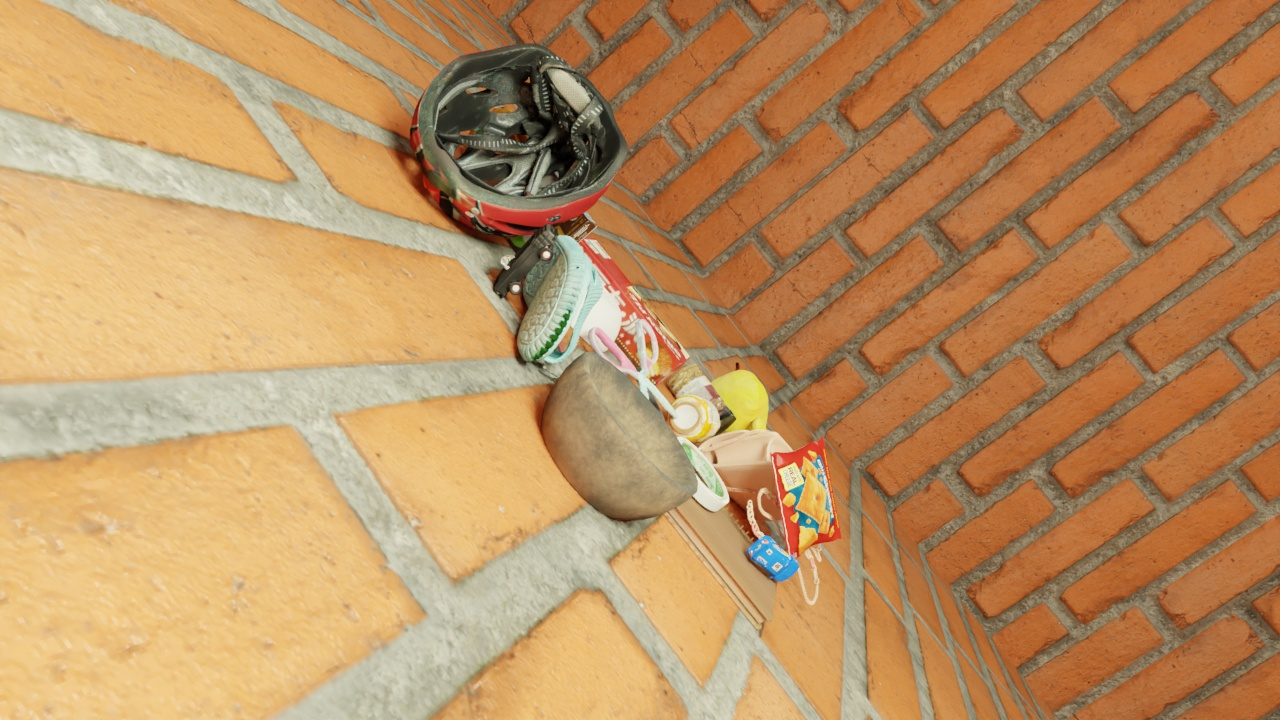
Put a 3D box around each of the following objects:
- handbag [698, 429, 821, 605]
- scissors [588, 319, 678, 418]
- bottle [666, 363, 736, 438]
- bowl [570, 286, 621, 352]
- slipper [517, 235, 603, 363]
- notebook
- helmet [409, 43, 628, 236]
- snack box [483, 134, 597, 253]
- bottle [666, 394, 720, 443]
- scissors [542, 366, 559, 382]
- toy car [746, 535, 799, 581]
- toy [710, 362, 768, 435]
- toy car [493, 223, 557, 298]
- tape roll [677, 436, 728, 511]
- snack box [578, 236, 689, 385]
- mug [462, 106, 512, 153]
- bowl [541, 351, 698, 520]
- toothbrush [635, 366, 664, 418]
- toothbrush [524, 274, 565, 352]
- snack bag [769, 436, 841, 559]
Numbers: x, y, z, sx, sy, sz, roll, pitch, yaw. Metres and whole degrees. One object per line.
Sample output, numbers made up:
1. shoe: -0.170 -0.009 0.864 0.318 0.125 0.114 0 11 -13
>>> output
1. handbag: 0.138 0.192 1.156 0.199 0.117 0.186 47 43 -40
2. scissors: -0.001 0.004 1.172 0.170 0.013 0.174 46 33 -20
3. bottle: 0.091 0.061 1.374 0.105 0.056 0.056 54 12 16
4. bowl: -0.065 -0.071 1.200 0.114 0.051 0.114 48 11 -13
5. slipper: -0.080 -0.066 0.975 0.069 0.116 0.276 28 13 -16
6. notebook: 0.077 0.181 1.020 0.210 0.022 0.169 51 12 1
7. helmet: -0.146 -0.243 1.054 0.217 0.167 0.271 52 49 3
8. snack box: -0.150 -0.214 1.193 0.186 0.101 0.031 54 12 16
9. bottle: 0.077 0.081 1.240 0.063 0.063 0.108 55 11 19
10. scissors: -0.054 0.041 0.978 0.120 0.014 0.159 50 8 -3
11. toy car: 0.149 0.227 1.000 0.092 0.033 0.062 42 9 -30
12. toy: 0.156 0.097 1.426 0.134 0.092 0.207 104 -28 -47
13. toy car: -0.124 -0.109 0.981 0.037 0.092 0.040 40 14 -18
14. tape roll: 0.065 0.127 1.035 0.094 0.018 0.093 47 13 -15
15. snack box: -0.027 -0.073 1.330 0.236 0.060 0.113 51 11 1
16. mug: -0.199 -0.299 1.324 0.124 0.100 0.094 10 -20 44
17. bowl: -0.025 0.076 0.829 0.162 0.070 0.162 48 11 -13
18. toothbrush: 0.017 0.058 1.207 0.013 0.013 0.167 53 8 -35
19. toothbrush: -0.115 -0.068 1.087 0.015 0.016 0.184 30 24 -44
20. snack bag: 0.199 0.166 1.109 0.143 0.039 0.130 -5 85 -54
